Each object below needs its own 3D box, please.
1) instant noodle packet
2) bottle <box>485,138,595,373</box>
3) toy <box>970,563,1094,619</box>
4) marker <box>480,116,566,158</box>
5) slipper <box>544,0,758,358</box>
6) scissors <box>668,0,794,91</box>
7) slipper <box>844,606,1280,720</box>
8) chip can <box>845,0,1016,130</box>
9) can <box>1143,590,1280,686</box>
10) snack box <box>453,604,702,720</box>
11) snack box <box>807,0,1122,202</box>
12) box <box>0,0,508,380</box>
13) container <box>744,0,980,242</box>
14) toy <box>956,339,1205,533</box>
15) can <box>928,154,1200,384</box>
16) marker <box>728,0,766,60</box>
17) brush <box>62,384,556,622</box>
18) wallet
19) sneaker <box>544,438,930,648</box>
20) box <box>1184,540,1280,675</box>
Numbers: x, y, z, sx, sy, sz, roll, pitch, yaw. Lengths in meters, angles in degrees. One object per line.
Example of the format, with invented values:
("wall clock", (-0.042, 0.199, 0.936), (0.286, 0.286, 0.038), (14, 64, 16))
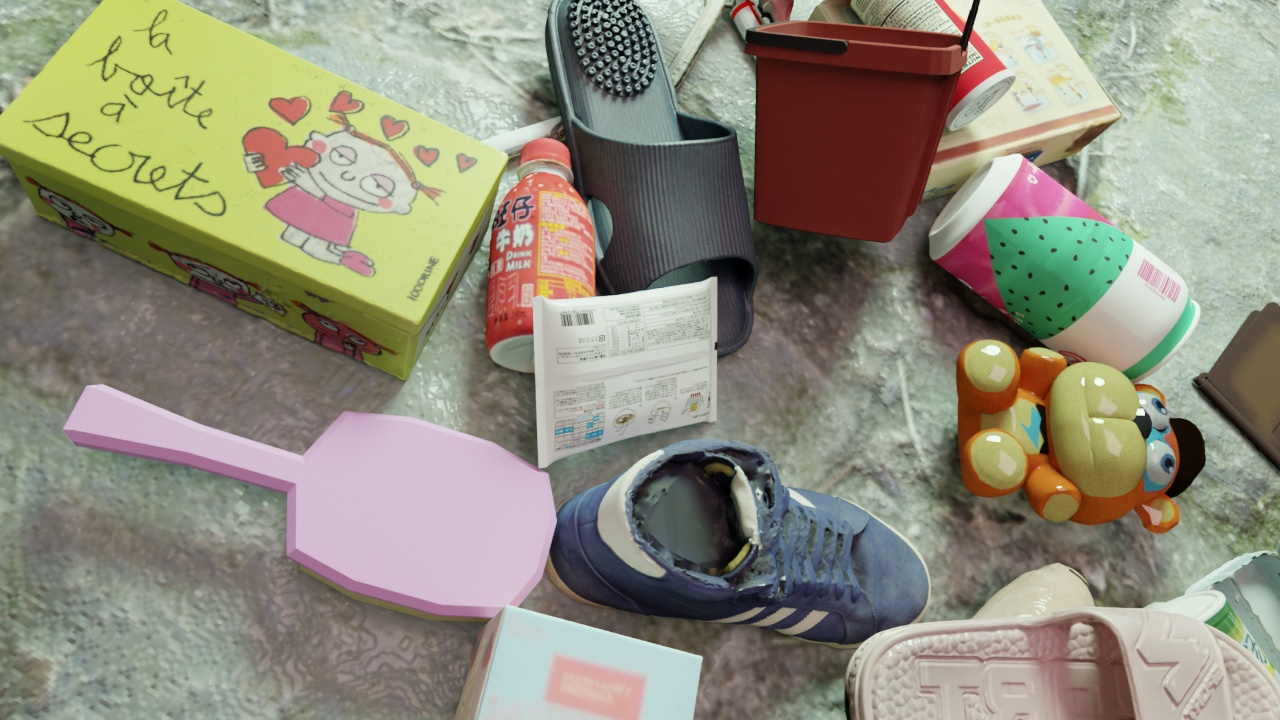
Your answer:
("instant noodle packet", (-0.003, 0.003, 0.501), (0.134, 0.026, 0.087), (-11, 105, -42))
("bottle", (-0.057, -0.065, 0.533), (0.062, 0.062, 0.137), (6, 64, -16))
("toy", (0.181, 0.219, 0.481), (0.263, 0.065, 0.196), (-33, 75, -26))
("marker", (-0.049, -0.152, 0.600), (0.146, 0.017, 0.017), (-26, 77, -26))
("slipper", (0.008, -0.129, 0.561), (0.101, 0.083, 0.263), (-14, 80, -22))
("scissors", (0.074, -0.248, 0.665), (0.179, 0.015, 0.196), (-31, 75, -13))
("slipper", (0.221, 0.166, 0.445), (0.239, 0.064, 0.094), (5, 73, -10))
("chip can", (0.170, -0.258, 0.636), (0.051, 0.052, 0.214), (-27, 76, -27))
("can", (0.344, 0.202, 0.539), (0.067, 0.067, 0.121), (-25, 76, -26))
("snack box", (-0.035, 0.166, 0.416), (0.093, 0.095, 0.079), (17, 62, -9))
("snack box", (0.240, -0.211, 0.698), (0.207, 0.055, 0.153), (-19, 73, -23))
("box", (-0.198, -0.094, 0.489), (0.221, 0.083, 0.124), (27, 62, -6))
("container", (0.136, -0.185, 0.547), (0.127, 0.201, 0.147), (13, 26, 19))
("toy", (0.272, 0.050, 0.577), (0.176, 0.096, 0.112), (14, 65, -24))
("can", (0.285, -0.061, 0.627), (0.166, 0.088, 0.088), (37, 61, 1))
("marker", (0.086, -0.243, 0.684), (0.019, 0.019, 0.145), (-18, 73, -24))
("brush", (-0.157, 0.064, 0.451), (0.228, 0.043, 0.089), (19, 62, -9))
("wallet", (0.481, 0.017, 0.698), (0.115, 0.018, 0.091), (-38, 83, -26))
("sneaker", (0.075, 0.091, 0.472), (0.233, 0.119, 0.091), (11, 64, -13))
("box", (0.432, 0.215, 0.558), (0.105, 0.130, 0.211), (-25, 70, -12))
